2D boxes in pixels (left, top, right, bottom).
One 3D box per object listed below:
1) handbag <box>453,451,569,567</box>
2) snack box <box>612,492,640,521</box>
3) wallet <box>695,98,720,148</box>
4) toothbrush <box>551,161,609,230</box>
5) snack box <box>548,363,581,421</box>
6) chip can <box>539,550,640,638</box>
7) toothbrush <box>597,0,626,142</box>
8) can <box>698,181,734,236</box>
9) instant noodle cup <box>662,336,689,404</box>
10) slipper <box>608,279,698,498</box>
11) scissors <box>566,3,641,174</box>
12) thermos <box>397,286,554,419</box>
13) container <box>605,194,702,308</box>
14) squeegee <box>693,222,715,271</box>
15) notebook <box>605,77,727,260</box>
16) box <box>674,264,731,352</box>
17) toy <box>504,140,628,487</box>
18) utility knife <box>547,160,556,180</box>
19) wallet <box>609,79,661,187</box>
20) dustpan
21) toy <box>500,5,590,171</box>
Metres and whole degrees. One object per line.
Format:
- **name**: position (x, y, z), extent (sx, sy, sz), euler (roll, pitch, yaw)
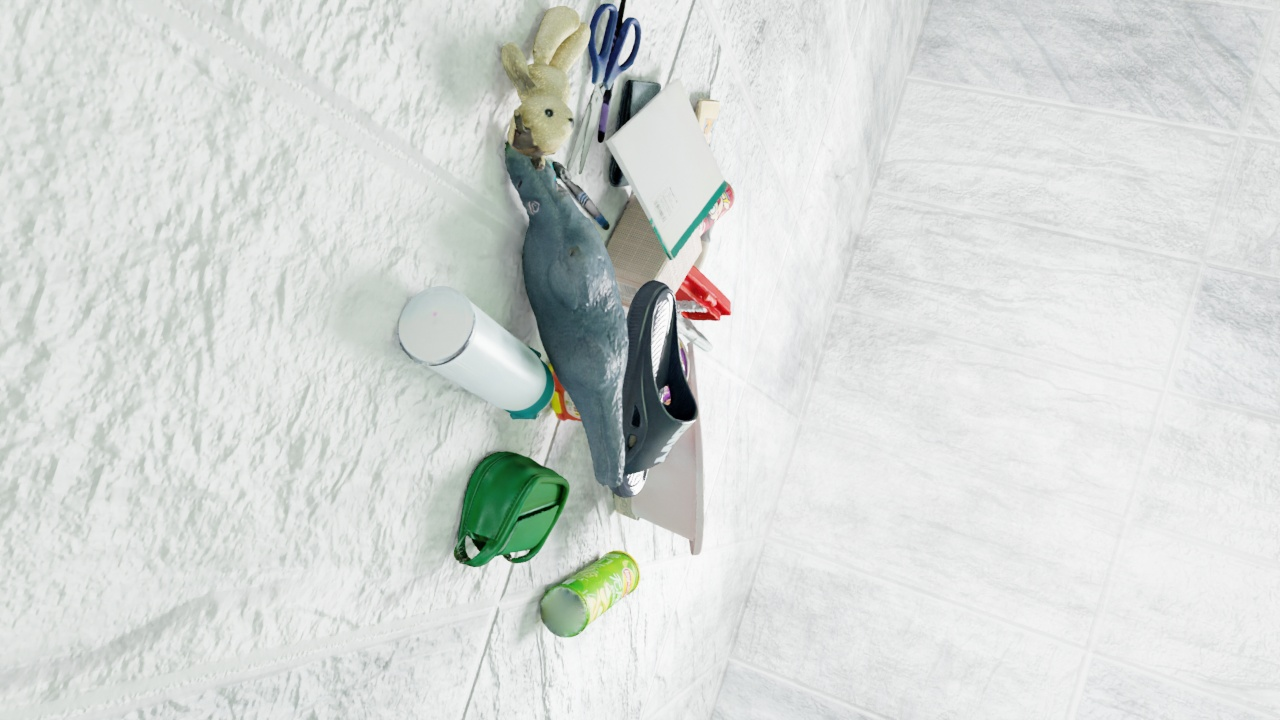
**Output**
- **handbag**: position (-0.140, 0.162, 0.982), extent (0.120, 0.068, 0.131), euler (-65, 162, -2)
- **snack box**: position (0.013, 0.122, 1.405), extent (0.178, 0.046, 0.182), euler (86, 28, -46)
- **wallet**: position (0.082, -0.305, 1.275), extent (0.087, 0.024, 0.115), euler (-40, 144, -67)
- **toothbrush**: position (-0.060, -0.173, 0.989), extent (0.014, 0.016, 0.189), euler (-59, 162, -3)
- **snack box**: position (-0.058, 0.027, 1.064), extent (0.091, 0.080, 0.081), euler (84, 28, -48)
- **chip can**: position (-0.069, 0.330, 1.311), extent (0.221, 0.073, 0.072), euler (-5, 111, -70)
- **toothbrush**: position (-0.029, -0.321, 0.952), extent (0.016, 0.014, 0.189), euler (-23, 128, -57)
- **can**: position (0.082, -0.209, 1.292), extent (0.132, 0.053, 0.053), euler (-45, 147, -46)
- **instant noodle cup**: position (-0.007, 0.007, 1.166), extent (0.099, 0.112, 0.111), euler (-5, 111, -61)
- **slipper**: position (0.019, 0.045, 1.045), extent (0.110, 0.083, 0.268), euler (-33, 135, -60)
- **scissors**: position (-0.037, -0.275, 0.945), extent (0.128, 0.012, 0.173), euler (-31, 133, -41)
- **thermos**: position (-0.137, -0.001, 0.836), extent (0.224, 0.073, 0.073), euler (48, 60, -69)
- **container**: position (0.009, -0.124, 1.119), extent (0.110, 0.090, 0.090), euler (-62, 159, -22)
- **squeegee**: position (0.083, -0.167, 1.369), extent (0.247, 0.039, 0.246), euler (68, 42, -62)
- **notebook**: position (0.038, -0.225, 1.060), extent (0.150, 0.012, 0.208), euler (61, 35, -21)
- **box**: position (0.055, -0.066, 1.262), extent (0.201, 0.095, 0.091), euler (30, 62, -63)
- **toy**: position (-0.065, -0.053, 0.906), extent (0.137, 0.091, 0.357), euler (-87, 164, -67)
- **utility knife**: position (-0.087, -0.150, 0.935), extent (0.029, 0.013, 0.161), euler (-62, 161, -23)
- **wallet**: position (-0.004, -0.264, 1.069), extent (0.097, 0.019, 0.121), euler (-33, 136, -65)
- **dustpan**: position (0.079, 0.143, 1.328), extent (0.272, 0.139, 0.223), euler (-52, 151, -42)
- **toy**: position (-0.077, -0.241, 0.798), extent (0.105, 0.066, 0.157), euler (60, 36, -54)
